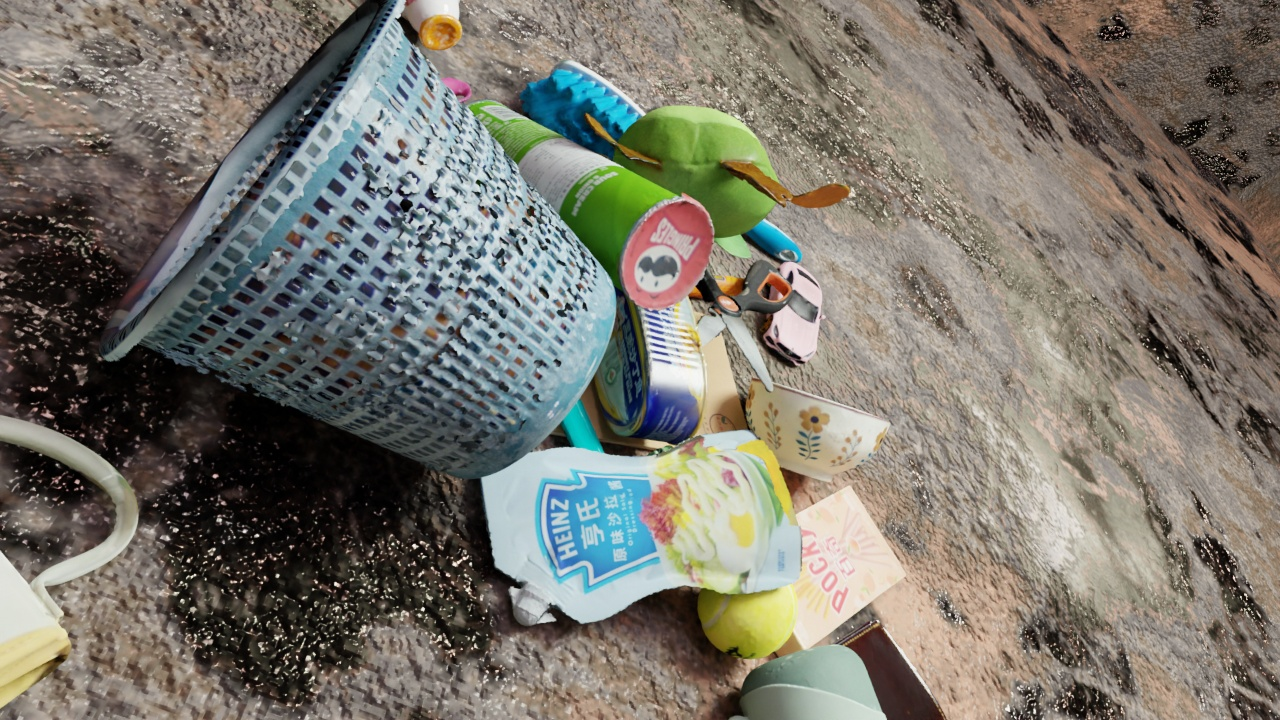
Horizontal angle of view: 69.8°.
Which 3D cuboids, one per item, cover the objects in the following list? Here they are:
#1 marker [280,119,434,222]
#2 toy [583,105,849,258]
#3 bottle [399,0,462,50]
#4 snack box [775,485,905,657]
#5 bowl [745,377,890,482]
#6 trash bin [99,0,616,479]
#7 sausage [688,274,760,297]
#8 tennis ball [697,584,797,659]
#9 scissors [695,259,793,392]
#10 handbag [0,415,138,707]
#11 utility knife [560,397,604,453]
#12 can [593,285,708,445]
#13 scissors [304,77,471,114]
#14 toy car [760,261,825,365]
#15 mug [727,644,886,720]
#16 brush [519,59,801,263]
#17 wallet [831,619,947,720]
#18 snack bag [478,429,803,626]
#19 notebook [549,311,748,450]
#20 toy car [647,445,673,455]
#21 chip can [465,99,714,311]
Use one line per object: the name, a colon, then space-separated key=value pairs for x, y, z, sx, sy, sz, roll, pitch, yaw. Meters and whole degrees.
marker: x=-0.195 y=-0.133 z=0.638 sx=0.132 sy=0.020 sz=0.022 roll=29 pitch=41 yaw=-21
toy: x=0.045 y=-0.140 z=0.704 sx=0.227 sy=0.090 sz=0.246 roll=13 pitch=3 yaw=8
bottle: x=-0.179 y=-0.309 z=0.765 sx=0.063 sy=0.063 sz=0.108 roll=1 pitch=57 yaw=-42
snack box: x=0.135 y=0.156 z=0.691 sx=0.156 sy=0.026 sz=0.084 roll=-14 pitch=68 yaw=-48
bowl: x=0.134 y=0.059 z=0.727 sx=0.113 sy=0.113 sz=0.062 roll=18 pitch=89 yaw=-31
trash bin: x=-0.129 y=-0.044 z=0.494 sx=0.195 sy=0.227 sz=0.226 roll=40 pitch=38 yaw=-30
sausage: x=0.050 y=-0.066 z=0.804 sx=0.164 sy=0.022 sz=0.021 roll=2 pitch=57 yaw=-42
tennis ball: x=0.070 y=0.160 z=0.597 sx=0.065 sy=0.066 sz=0.065 roll=24 pitch=45 yaw=-26
scissors: x=0.075 y=-0.054 z=0.762 sx=0.221 sy=0.022 sz=0.221 roll=-1 pitch=43 yaw=-44
handbag: x=-0.295 y=0.067 z=0.354 sx=0.163 sy=0.063 sz=0.178 roll=49 pitch=35 yaw=0
utility knife: x=-0.046 y=0.040 z=0.619 sx=0.029 sy=0.013 sz=0.209 roll=-2 pitch=57 yaw=-45
can: x=0.002 y=-0.009 z=0.658 sx=0.049 sy=0.075 sz=0.148 roll=11 pitch=50 yaw=-31
scissors: x=-0.184 y=-0.191 z=0.672 sx=0.128 sy=0.017 sz=0.133 roll=6 pitch=39 yaw=-2
toy car: x=0.147 y=-0.048 z=0.866 sx=0.056 sy=0.037 sz=0.122 roll=32 pitch=42 yaw=-16
mug: x=0.098 y=0.238 z=0.556 sx=0.111 sy=0.082 sz=0.106 roll=-11 pitch=62 yaw=-11
brush: x=0.033 y=-0.168 z=0.853 sx=0.314 sy=0.061 sz=0.109 roll=39 pitch=36 yaw=-15
wallet: x=0.160 y=0.244 z=0.648 sx=0.122 sy=0.020 sz=0.096 roll=-10 pitch=60 yaw=-45
snack bag: x=0.001 y=0.100 z=0.566 sx=0.190 sy=0.039 sz=0.110 roll=-5 pitch=69 yaw=-18
notebook: x=-0.004 y=0.004 z=0.707 sx=0.207 sy=0.008 sz=0.147 roll=13 pitch=50 yaw=-35
toy car: x=0.021 y=0.102 z=0.617 sx=0.036 sy=0.043 sz=0.091 roll=-6 pitch=68 yaw=-16
chip can: x=-0.052 y=-0.114 z=0.623 sx=0.072 sy=0.072 sz=0.236 roll=0 pitch=26 yaw=-42
